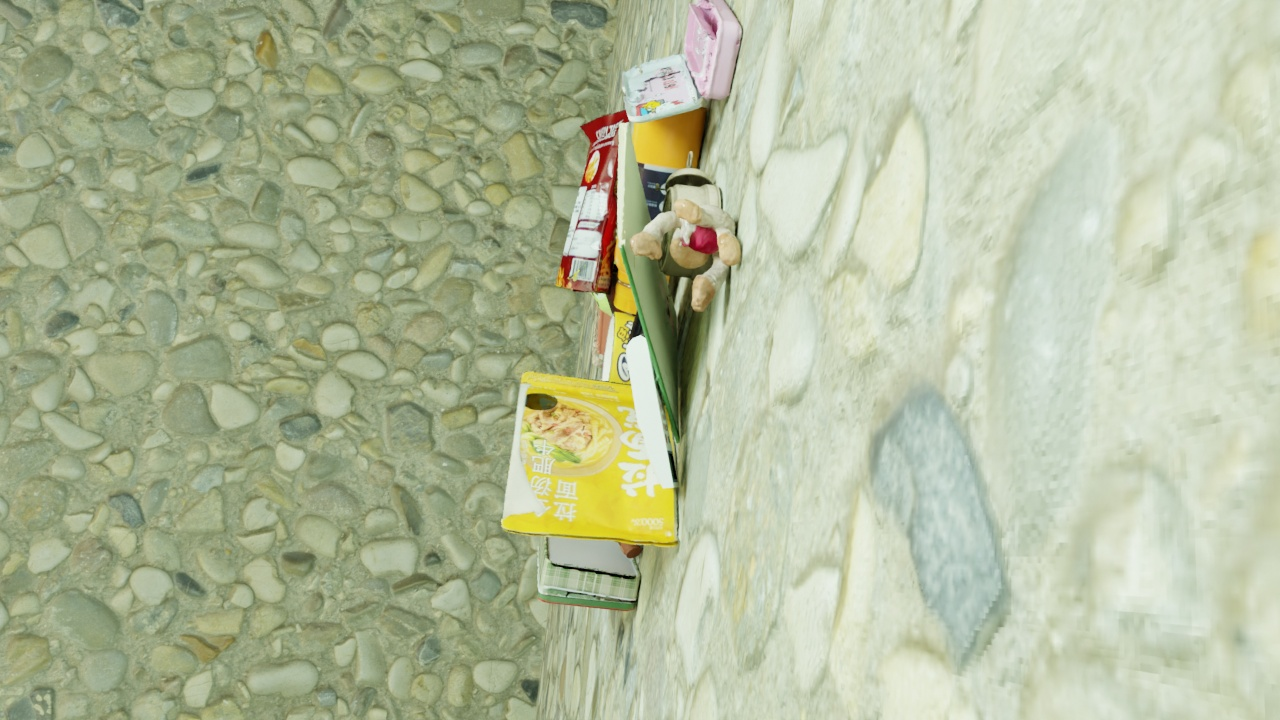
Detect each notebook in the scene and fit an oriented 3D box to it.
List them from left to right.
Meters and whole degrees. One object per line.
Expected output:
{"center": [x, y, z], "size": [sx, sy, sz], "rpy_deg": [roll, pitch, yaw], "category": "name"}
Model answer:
{"center": [0.010, -0.068, 0.863], "size": [0.253, 0.010, 0.181], "rpy_deg": [73, -167, -45], "category": "notebook"}

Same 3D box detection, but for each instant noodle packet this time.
{"center": [-0.048, 0.105, 0.909], "size": [0.221, 0.163, 0.084], "rpy_deg": [-96, 16, -62], "category": "instant noodle packet"}

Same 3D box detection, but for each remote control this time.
{"center": [0.009, 0.049, 0.852], "size": [0.049, 0.024, 0.143], "rpy_deg": [38, -139, -79], "category": "remote control"}

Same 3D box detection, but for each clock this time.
{"center": [0.042, -0.138, 0.870], "size": [0.093, 0.054, 0.140], "rpy_deg": [111, 162, -66], "category": "clock"}

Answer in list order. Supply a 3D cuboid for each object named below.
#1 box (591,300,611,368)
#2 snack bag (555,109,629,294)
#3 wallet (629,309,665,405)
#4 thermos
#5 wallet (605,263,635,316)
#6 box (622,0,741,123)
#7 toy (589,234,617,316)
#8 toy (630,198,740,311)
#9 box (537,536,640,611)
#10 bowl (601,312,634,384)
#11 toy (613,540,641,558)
{"center": [-0.030, -0.060, 1.322], "size": [0.042, 0.082, 0.186], "rpy_deg": [122, 158, -49], "category": "box"}
{"center": [-0.055, -0.181, 1.060], "size": [0.139, 0.066, 0.208], "rpy_deg": [-166, 81, -69], "category": "snack bag"}
{"center": [0.012, -0.007, 0.946], "size": [0.114, 0.026, 0.089], "rpy_deg": [-77, -23, -66], "category": "wallet"}
{"center": [0.020, -0.169, 1.024], "size": [0.091, 0.076, 0.233], "rpy_deg": [-28, -49, -62], "category": "thermos"}
{"center": [-0.017, -0.057, 1.130], "size": [0.072, 0.019, 0.123], "rpy_deg": [21, 133, 64], "category": "wallet"}
{"center": [0.049, -0.303, 0.940], "size": [0.147, 0.077, 0.201], "rpy_deg": [-46, 22, 22], "category": "box"}
{"center": [-0.020, -0.134, 1.206], "size": [0.150, 0.107, 0.197], "rpy_deg": [53, 163, 12], "category": "toy"}
{"center": [0.039, -0.101, 0.764], "size": [0.074, 0.085, 0.105], "rpy_deg": [-57, 7, 20], "category": "toy"}
{"center": [-0.067, 0.248, 1.118], "size": [0.205, 0.117, 0.051], "rpy_deg": [-150, 73, -81], "category": "box"}
{"center": [-0.006, 0.006, 1.057], "size": [0.117, 0.067, 0.117], "rpy_deg": [-174, 92, -84], "category": "bowl"}
{"center": [-0.025, 0.175, 1.090], "size": [0.095, 0.065, 0.127], "rpy_deg": [94, 154, -45], "category": "toy"}
